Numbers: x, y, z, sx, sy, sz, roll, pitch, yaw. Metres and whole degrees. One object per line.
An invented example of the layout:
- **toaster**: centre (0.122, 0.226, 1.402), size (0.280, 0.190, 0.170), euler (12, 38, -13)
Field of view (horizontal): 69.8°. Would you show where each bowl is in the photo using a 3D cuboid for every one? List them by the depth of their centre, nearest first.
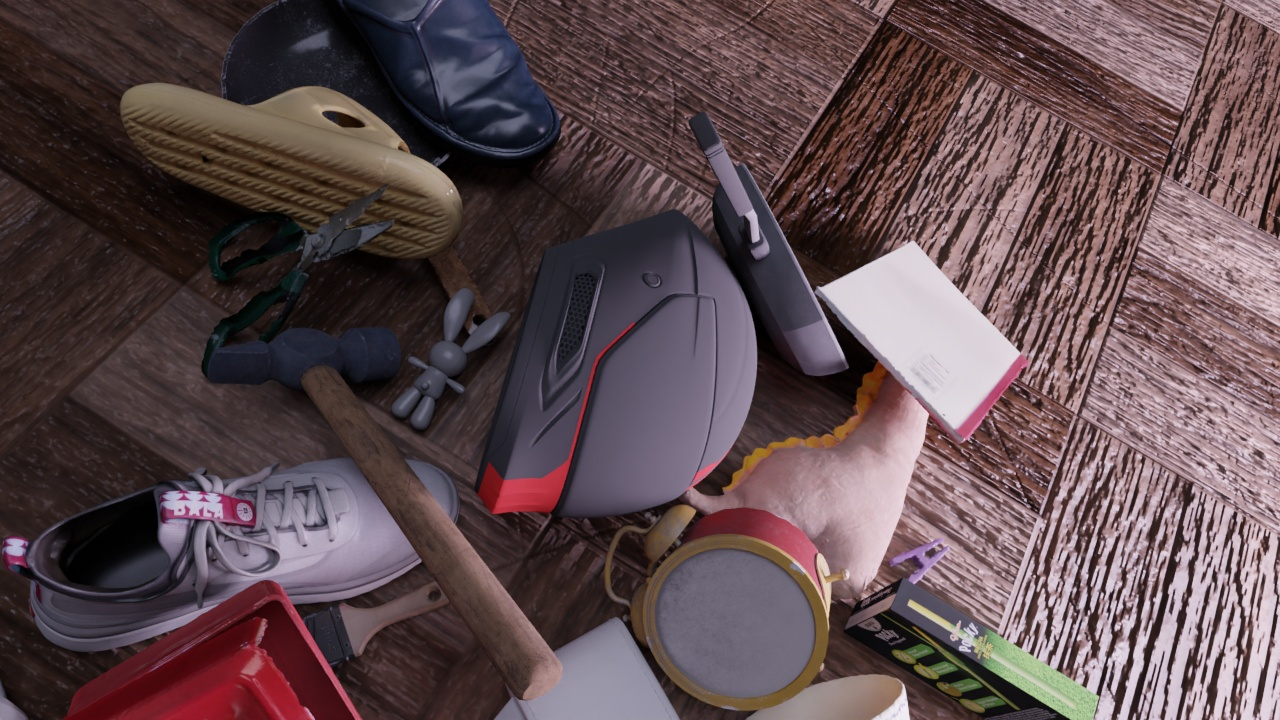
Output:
- **bowl**: centre (0.123, 0.253, 0.584), size (0.115, 0.115, 0.062), euler (-17, 83, -20)

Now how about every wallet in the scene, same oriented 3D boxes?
- **wallet**: centre (-0.036, 0.245, 0.591), size (0.115, 0.038, 0.118), euler (-24, 67, -22)

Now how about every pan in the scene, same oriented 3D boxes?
- **pan**: centre (0.078, -0.080, 0.630), size (0.041, 0.357, 0.178), euler (-27, 73, 10)
- **pan**: centre (-0.206, -0.159, 0.762), size (0.207, 0.040, 0.357), euler (-24, 78, -22)

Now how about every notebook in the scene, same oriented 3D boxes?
- **notebook**: centre (0.235, -0.024, 0.742), size (0.153, 0.012, 0.208), euler (49, 37, 12)

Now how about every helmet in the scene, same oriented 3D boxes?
- **helmet**: centre (-0.004, 0.004, 0.646), size (0.170, 0.165, 0.264), euler (16, 53, -9)

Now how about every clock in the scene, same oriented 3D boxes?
- **clock**: centre (0.053, 0.154, 0.618), size (0.159, 0.081, 0.117), euler (14, 104, 12)

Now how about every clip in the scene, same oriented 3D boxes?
- **clip**: centre (0.211, 0.150, 0.706), size (0.042, 0.014, 0.052), euler (34, 65, 9)

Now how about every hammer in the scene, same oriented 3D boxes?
- **hammer**: centre (-0.149, 0.079, 0.562), size (0.129, 0.040, 0.322), euler (-6, 39, -45)

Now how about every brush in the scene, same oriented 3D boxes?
- **brush**: centre (-0.196, 0.179, 0.604), size (0.151, 0.012, 0.039), euler (-18, 68, -20)

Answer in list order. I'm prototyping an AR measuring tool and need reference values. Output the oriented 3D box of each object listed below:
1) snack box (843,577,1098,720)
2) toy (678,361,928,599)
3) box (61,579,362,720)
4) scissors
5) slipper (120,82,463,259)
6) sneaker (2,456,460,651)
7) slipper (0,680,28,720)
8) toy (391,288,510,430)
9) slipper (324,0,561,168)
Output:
- **snack box**: centre (0.225, 0.210, 0.639), size (0.147, 0.080, 0.025), euler (31, 61, 5)
- **toy**: centre (0.160, 0.051, 0.717), size (0.196, 0.065, 0.263), euler (29, 60, -2)
- **box**: centre (-0.220, 0.220, 0.504), size (0.134, 0.112, 0.157), euler (-27, 106, -13)
- **scissors**: centre (-0.248, -0.053, 0.646), size (0.210, 0.015, 0.142), euler (-9, 66, 31)
- **slipper**: centre (-0.247, -0.153, 0.681), size (0.261, 0.112, 0.079), euler (17, 55, 2)
- **sneaker**: centre (-0.241, 0.103, 0.568), size (0.262, 0.129, 0.096), euler (-11, 69, -21)
- **slipper**: centre (-0.346, 0.196, 0.451), size (0.112, 0.247, 0.074), euler (34, 73, -34)
- **toy**: centre (-0.145, -0.001, 0.688), size (0.049, 0.030, 0.111), euler (31, 78, 4)
- **slipper**: centre (-0.168, -0.273, 0.752), size (0.108, 0.084, 0.265), euler (-39, 84, -27)
